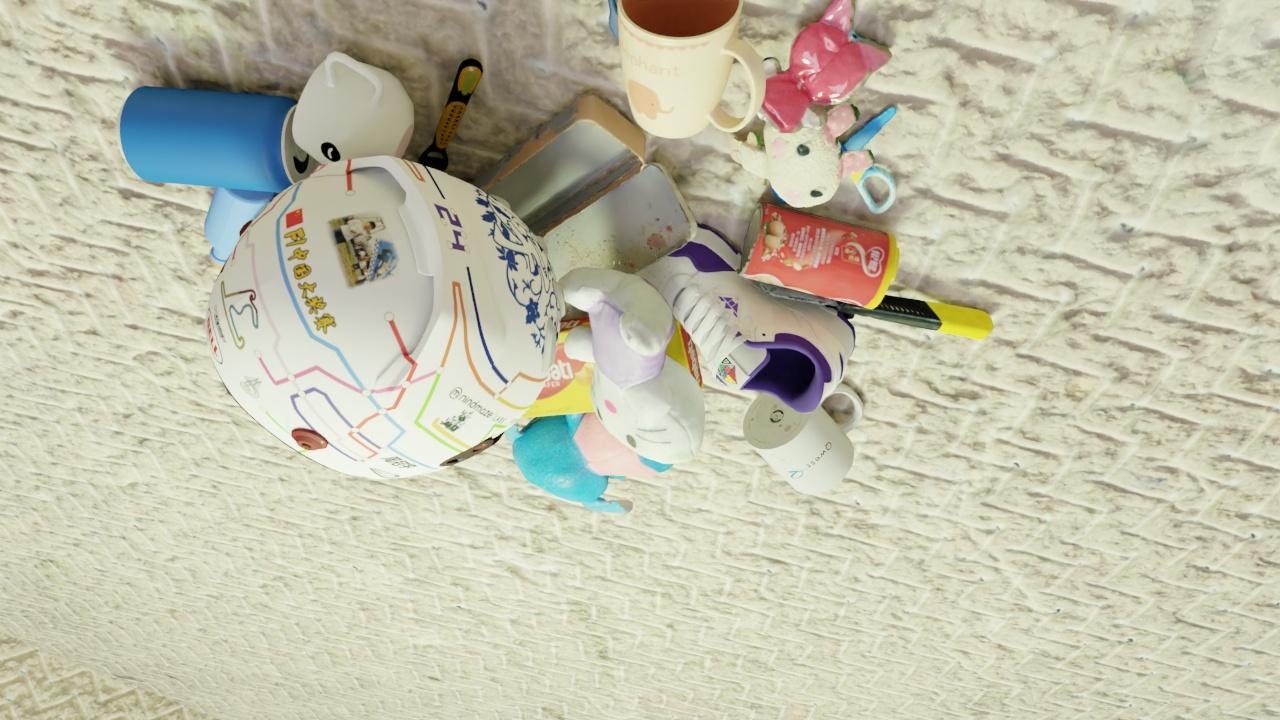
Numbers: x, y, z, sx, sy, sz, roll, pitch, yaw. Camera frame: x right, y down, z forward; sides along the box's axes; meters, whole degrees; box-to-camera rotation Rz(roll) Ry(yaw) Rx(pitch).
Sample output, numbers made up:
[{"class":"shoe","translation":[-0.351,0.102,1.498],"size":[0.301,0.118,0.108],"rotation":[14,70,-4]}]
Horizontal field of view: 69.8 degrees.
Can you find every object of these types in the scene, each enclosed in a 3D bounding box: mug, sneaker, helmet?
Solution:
[{"class":"mug","translation":[0.185,0.074,0.986],"size":[0.120,0.083,0.096],"rotation":[-38,126,11]},{"class":"mug","translation":[0.037,-0.206,0.643],"size":[0.111,0.085,0.104],"rotation":[35,156,16]},{"class":"sneaker","translation":[0.076,-0.031,0.822],"size":[0.244,0.110,0.092],"rotation":[28,136,-5]},{"class":"helmet","translation":[-0.178,-0.031,0.732],"size":[0.236,0.231,0.314],"rotation":[-22,165,4]},{"class":"mug","translation":[-0.218,-0.194,0.712],"size":[0.076,0.090,0.124],"rotation":[26,158,-8]}]

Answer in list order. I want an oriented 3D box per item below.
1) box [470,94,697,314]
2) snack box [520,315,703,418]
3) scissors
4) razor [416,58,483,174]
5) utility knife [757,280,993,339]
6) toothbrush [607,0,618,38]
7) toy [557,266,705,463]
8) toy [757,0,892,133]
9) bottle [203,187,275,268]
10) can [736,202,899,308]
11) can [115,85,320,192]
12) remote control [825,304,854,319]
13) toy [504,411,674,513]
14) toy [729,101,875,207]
[{"class":"box","translation":[-0.069,-0.121,0.802],"size":[0.217,0.071,0.157],"rotation":[-27,107,37]},{"class":"snack box","translation":[-0.042,0.003,0.940],"size":[0.201,0.042,0.092],"rotation":[-6,113,18]},{"class":"scissors","translation":[0.163,-0.158,0.740],"size":[0.130,0.014,0.126],"rotation":[27,138,-21]},{"class":"razor","translation":[-0.159,-0.194,0.761],"size":[0.044,0.021,0.144],"rotation":[7,147,-27]},{"class":"utility knife","translation":[0.213,-0.050,0.829],"size":[0.233,0.028,0.020],"rotation":[10,140,-14]},{"class":"toothbrush","translation":[-0.027,-0.283,0.627],"size":[0.021,0.016,0.132],"rotation":[-2,138,14]},{"class":"toy","translation":[-0.005,0.005,0.823],"size":[0.138,0.085,0.209],"rotation":[34,154,32]},{"class":"toy","translation":[0.124,-0.208,0.661],"size":[0.102,0.050,0.065],"rotation":[-43,111,6]},{"class":"bottle","translation":[-0.387,-0.130,0.871],"size":[0.048,0.048,0.131],"rotation":[27,139,-20]},{"class":"can","translation":[0.151,-0.090,0.787],"size":[0.124,0.066,0.067],"rotation":[14,142,-4]},{"class":"can","translation":[-0.352,-0.185,0.769],"size":[0.146,0.078,0.079],"rotation":[6,142,5]},{"class":"remote control","translation":[0.131,-0.054,0.874],"size":[0.141,0.021,0.045],"rotation":[-5,129,25]},{"class":"toy","translation":[-0.049,0.105,1.052],"size":[0.192,0.098,0.224],"rotation":[-22,120,28]},{"class":"toy","translation":[0.123,-0.158,0.713],"size":[0.112,0.050,0.087],"rotation":[-8,134,19]}]
